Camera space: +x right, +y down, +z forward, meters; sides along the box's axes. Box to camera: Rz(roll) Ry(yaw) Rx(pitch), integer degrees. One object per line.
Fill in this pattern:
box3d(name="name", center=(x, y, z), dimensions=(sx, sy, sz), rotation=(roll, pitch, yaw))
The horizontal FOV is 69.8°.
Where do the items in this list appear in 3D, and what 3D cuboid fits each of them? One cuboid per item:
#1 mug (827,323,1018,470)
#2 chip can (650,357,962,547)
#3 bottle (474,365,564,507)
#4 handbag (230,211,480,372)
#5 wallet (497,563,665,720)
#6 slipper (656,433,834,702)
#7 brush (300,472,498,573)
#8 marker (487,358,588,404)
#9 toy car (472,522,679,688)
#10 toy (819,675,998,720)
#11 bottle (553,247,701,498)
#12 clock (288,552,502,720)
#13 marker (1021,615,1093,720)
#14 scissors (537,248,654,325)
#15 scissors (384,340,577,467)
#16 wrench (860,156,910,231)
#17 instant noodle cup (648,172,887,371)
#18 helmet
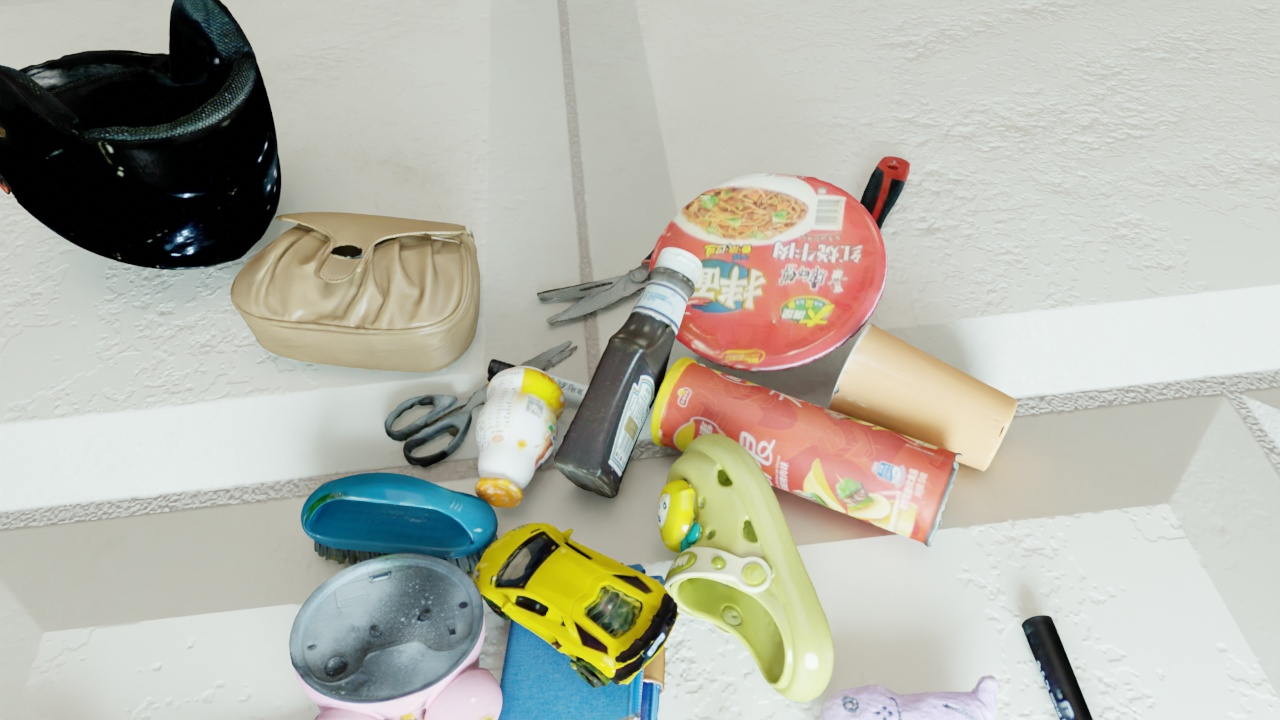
box3d(name="mug", center=(0.214, 0.031, 0.695), dimensions=(0.123, 0.078, 0.078), rotation=(25, 55, 18))
box3d(name="chip can", center=(0.117, 0.065, 0.671), dimensions=(0.217, 0.073, 0.073), rotation=(20, 53, 19))
box3d(name="bottle", center=(-0.096, 0.058, 0.697), dimensions=(0.063, 0.063, 0.108), rotation=(4, 48, 8))
box3d(name="handbag", center=(-0.241, -0.069, 0.797), dimensions=(0.204, 0.100, 0.147), rotation=(5, 54, 5))
box3d(name="wallet", center=(-0.037, 0.196, 0.588), dimensions=(0.106, 0.040, 0.132), rotation=(-5, 47, 11))
box3d(name="slipper", center=(0.056, 0.133, 0.597), dimensions=(0.081, 0.092, 0.190), rotation=(-9, 51, -22))
box3d(name="brush", center=(-0.172, 0.110, 0.650), dimensions=(0.144, 0.074, 0.055), rotation=(4, 44, 8))
box3d(name="marker", center=(-0.064, 0.025, 0.749), dimensions=(0.131, 0.018, 0.022), rotation=(17, 75, 11))
box3d(name="toy car", center=(-0.047, 0.148, 0.583), dimensions=(0.156, 0.041, 0.071), rotation=(20, 54, 37))
box3d(name="toy", center=(0.158, 0.228, 0.544), dimensions=(0.108, 0.039, 0.083), rotation=(2, 70, 4))
box3d(name="bottle", center=(-0.004, 0.004, 0.696), dimensions=(0.044, 0.080, 0.194), rotation=(18, 72, 18))
box3d(name="clock", center=(-0.149, 0.194, 0.565), dimensions=(0.117, 0.060, 0.158), rotation=(-11, 35, -18))
box3d(name="marker", center=(0.266, 0.218, 0.557), dimensions=(0.022, 0.020, 0.131), rotation=(5, 47, -14))
box3d(name="scissors", center=(0.015, -0.085, 0.851), dimensions=(0.196, 0.015, 0.215), rotation=(16, 52, 17))
box3d(name="scissors", center=(-0.122, 0.034, 0.758), dimensions=(0.174, 0.014, 0.136), rotation=(-4, 47, -3))
box3d(name="wrench", center=(0.200, -0.112, 0.859), dimensions=(0.056, 0.016, 0.272), rotation=(22, 54, 21))
box3d(name="instant noodle cup", center=(0.108, -0.065, 0.770), dimensions=(0.194, 0.066, 0.193), rotation=(-6, 61, 12))
box3d(name="helmet", center=(-0.469, -0.206, 0.853), dimensions=(0.275, 0.230, 0.232), rotation=(17, 42, 31))
